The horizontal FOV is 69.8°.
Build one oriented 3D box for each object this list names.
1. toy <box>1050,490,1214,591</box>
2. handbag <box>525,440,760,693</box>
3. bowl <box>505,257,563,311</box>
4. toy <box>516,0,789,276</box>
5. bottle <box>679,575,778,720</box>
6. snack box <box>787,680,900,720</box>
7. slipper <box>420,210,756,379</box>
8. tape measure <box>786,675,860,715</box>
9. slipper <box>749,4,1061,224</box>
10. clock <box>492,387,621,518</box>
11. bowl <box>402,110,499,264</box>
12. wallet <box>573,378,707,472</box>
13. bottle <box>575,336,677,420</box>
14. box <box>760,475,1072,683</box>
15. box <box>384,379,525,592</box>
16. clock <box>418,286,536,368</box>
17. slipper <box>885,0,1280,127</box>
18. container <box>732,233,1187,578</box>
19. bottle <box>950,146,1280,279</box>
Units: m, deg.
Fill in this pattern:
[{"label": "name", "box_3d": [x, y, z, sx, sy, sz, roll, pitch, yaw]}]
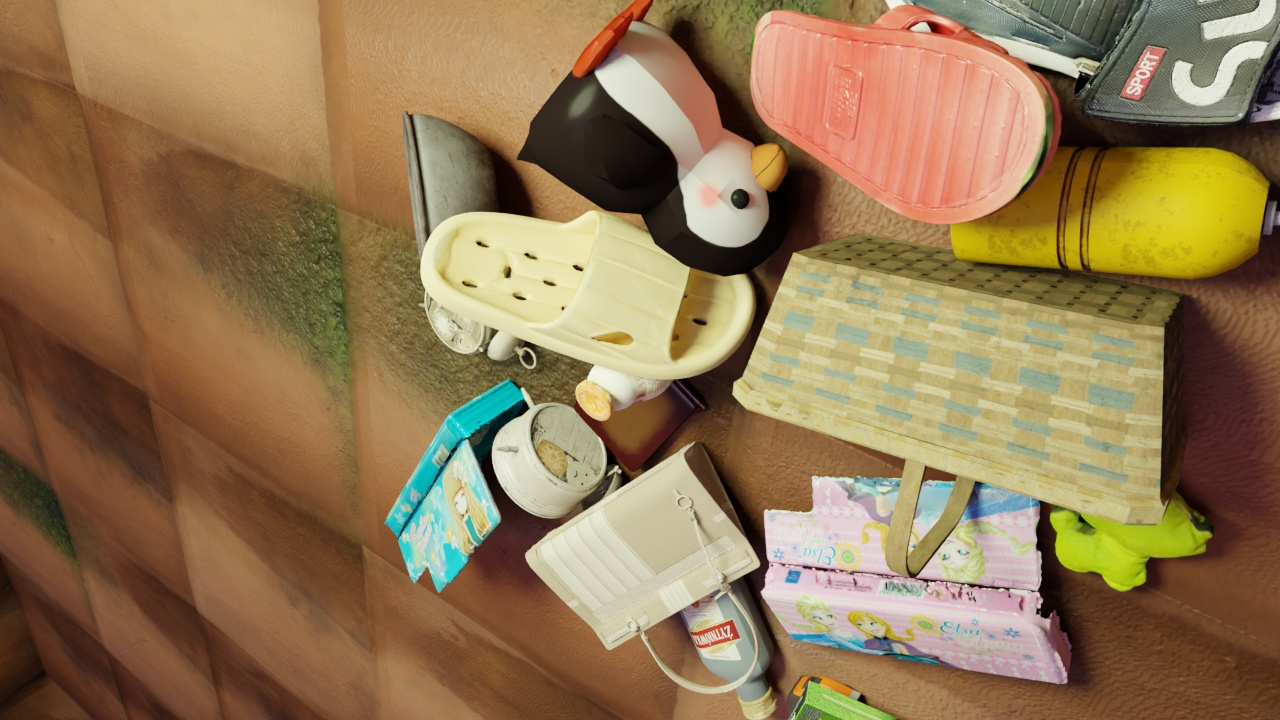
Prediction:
[{"label": "toy", "box_3d": [0.317, 0.111, 0.599, 0.094, 0.036, 0.094, 20, 130, 37]}, {"label": "handbag", "box_3d": [0.027, 0.202, 0.804, 0.176, 0.062, 0.198, -34, 88, 18]}, {"label": "bowl", "box_3d": [-0.081, -0.059, 0.789, 0.137, 0.137, 0.057, 36, 92, 18]}, {"label": "toy", "box_3d": [0.017, -0.130, 0.635, 0.184, 0.158, 0.140, 42, 123, -12]}, {"label": "bottle", "box_3d": [0.084, 0.260, 0.857, 0.072, 0.046, 0.161, -14, 105, 41]}, {"label": "snack box", "box_3d": [0.201, 0.341, 0.794, 0.147, 0.025, 0.080, 22, 124, 8]}, {"label": "slipper", "box_3d": [-0.044, -0.059, 0.684, 0.261, 0.111, 0.079, 13, 168, 6]}, {"label": "tape measure", "box_3d": [0.162, 0.316, 0.833, 0.059, 0.038, 0.058, 22, 126, 28]}, {"label": "slipper", "box_3d": [0.148, -0.150, 0.532, 0.249, 0.059, 0.104, -136, 38, -53]}, {"label": "clock", "box_3d": [-0.062, 0.099, 0.860, 0.157, 0.103, 0.061, 36, 129, -17]}, {"label": "bowl", "box_3d": [-0.161, -0.142, 0.789, 0.145, 0.067, 0.145, 172, 91, -75]}, {"label": "wallet", "box_3d": [-0.003, 0.039, 0.825, 0.091, 0.018, 0.116, 47, 132, 8]}, {"label": "bottle", "box_3d": [-0.004, 0.004, 0.738, 0.063, 0.108, 0.063, 26, 139, 26]}, {"label": "box", "box_3d": [0.198, 0.171, 0.710, 0.231, 0.062, 0.160, -3, 111, 39]}, {"label": "box", "box_3d": [-0.199, 0.134, 0.936, 0.085, 0.169, 0.228, 23, 135, -16]}, {"label": "clock", "box_3d": [-0.152, -0.038, 0.872, 0.141, 0.054, 0.093, 41, 132, 16]}, {"label": "slipper", "box_3d": [0.246, -0.186, 0.472, 0.264, 0.062, 0.111, 28, 129, 27]}, {"label": "container", "box_3d": [0.196, 0.036, 0.574, 0.250, 0.157, 0.186, 17, 112, 31]}, {"label": "bottle", "box_3d": [0.265, -0.082, 0.508, 0.164, 0.070, 0.071, 10, 120, 34]}]
